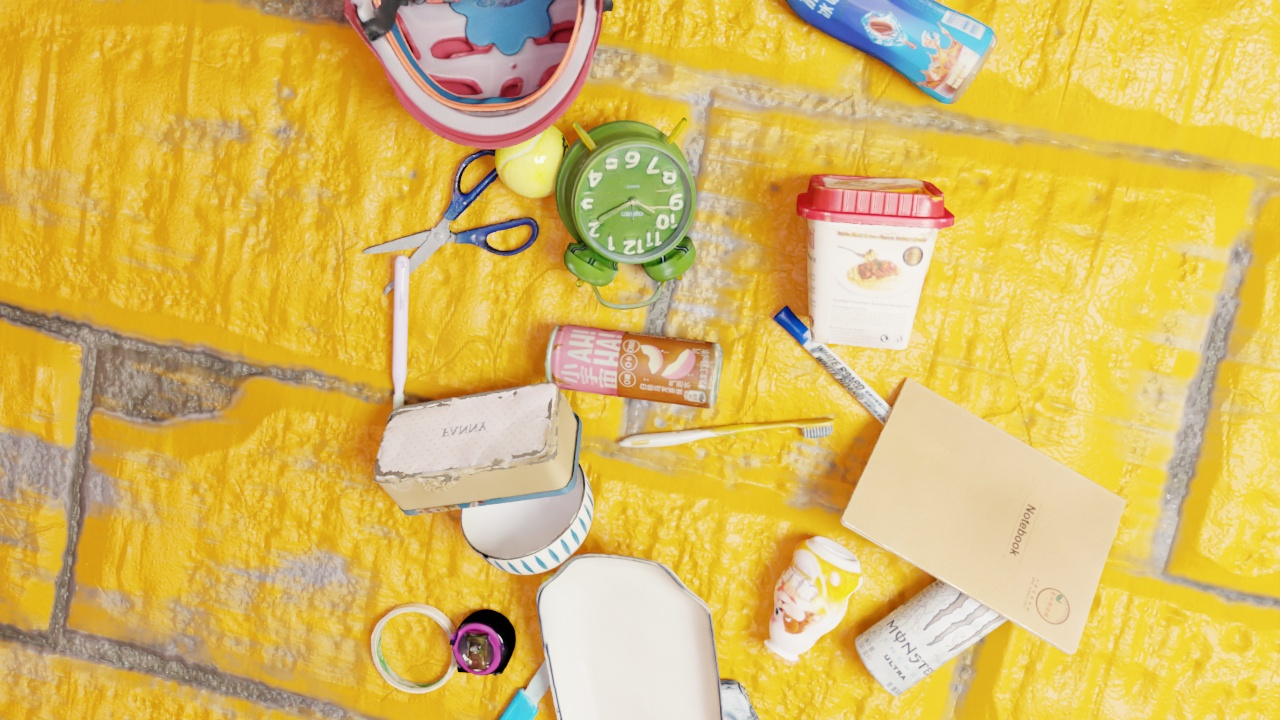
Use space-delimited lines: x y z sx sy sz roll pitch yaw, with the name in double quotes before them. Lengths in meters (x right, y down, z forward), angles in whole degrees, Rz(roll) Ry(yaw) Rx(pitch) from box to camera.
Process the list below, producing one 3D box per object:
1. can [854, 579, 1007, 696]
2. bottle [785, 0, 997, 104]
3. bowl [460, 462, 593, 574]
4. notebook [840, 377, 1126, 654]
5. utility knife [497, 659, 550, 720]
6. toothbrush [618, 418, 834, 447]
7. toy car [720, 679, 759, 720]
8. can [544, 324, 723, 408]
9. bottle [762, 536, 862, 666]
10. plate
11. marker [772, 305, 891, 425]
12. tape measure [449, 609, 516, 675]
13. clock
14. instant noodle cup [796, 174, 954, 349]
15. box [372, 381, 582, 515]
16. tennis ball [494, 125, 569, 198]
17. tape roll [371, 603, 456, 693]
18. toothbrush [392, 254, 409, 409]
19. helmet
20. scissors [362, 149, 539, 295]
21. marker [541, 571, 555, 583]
"can" 0.256 0.221 0.778 0.147 0.058 0.058 -40 90 11
"bottle" 0.173 -0.284 0.731 0.219 0.065 0.065 32 100 4
"bowl" -0.092 0.139 0.806 0.116 0.116 0.066 -15 136 10
"notebook" 0.283 0.122 0.751 0.207 0.008 0.147 30 67 5
"utility knife" -0.130 0.358 0.873 0.034 0.018 0.188 33 99 4
"toothbrush" 0.075 0.067 0.810 0.191 0.016 0.018 -7 104 9
"toy car" 0.089 0.341 0.831 0.049 0.031 0.105 -27 91 10
"can" -0.005 0.005 0.793 0.147 0.058 0.058 7 97 8
"bottle" 0.145 0.209 0.791 0.063 0.063 0.108 27 99 5
"plate" -0.002 0.279 0.806 0.162 0.034 0.266 -1 110 22
"marker" 0.172 0.009 0.788 0.146 0.017 0.017 44 100 2
"tape measure" -0.146 0.263 0.852 0.057 0.039 0.058 2 96 8
"clock" -0.009 -0.120 0.763 0.116 0.056 0.161 -5 114 -11
"instant noodle cup" 0.180 -0.080 0.735 0.117 0.116 0.124 5 109 8
"box" -0.134 0.076 0.793 0.184 0.089 0.061 -7 138 15
"tennis ball" -0.091 -0.172 0.782 0.065 0.065 0.065 1 96 8
"tape roll" -0.215 0.275 0.877 0.086 0.014 0.086 1 96 9
"toothbrush" -0.221 -0.002 0.841 0.029 0.021 0.189 1 100 -15
"helmet" -0.120 -0.299 0.737 0.207 0.143 0.240 -6 109 10
"scissors" -0.171 -0.124 0.827 0.163 0.012 0.161 12 100 8
"marker" -0.066 0.255 0.854 0.018 0.015 0.124 -17 97 11
